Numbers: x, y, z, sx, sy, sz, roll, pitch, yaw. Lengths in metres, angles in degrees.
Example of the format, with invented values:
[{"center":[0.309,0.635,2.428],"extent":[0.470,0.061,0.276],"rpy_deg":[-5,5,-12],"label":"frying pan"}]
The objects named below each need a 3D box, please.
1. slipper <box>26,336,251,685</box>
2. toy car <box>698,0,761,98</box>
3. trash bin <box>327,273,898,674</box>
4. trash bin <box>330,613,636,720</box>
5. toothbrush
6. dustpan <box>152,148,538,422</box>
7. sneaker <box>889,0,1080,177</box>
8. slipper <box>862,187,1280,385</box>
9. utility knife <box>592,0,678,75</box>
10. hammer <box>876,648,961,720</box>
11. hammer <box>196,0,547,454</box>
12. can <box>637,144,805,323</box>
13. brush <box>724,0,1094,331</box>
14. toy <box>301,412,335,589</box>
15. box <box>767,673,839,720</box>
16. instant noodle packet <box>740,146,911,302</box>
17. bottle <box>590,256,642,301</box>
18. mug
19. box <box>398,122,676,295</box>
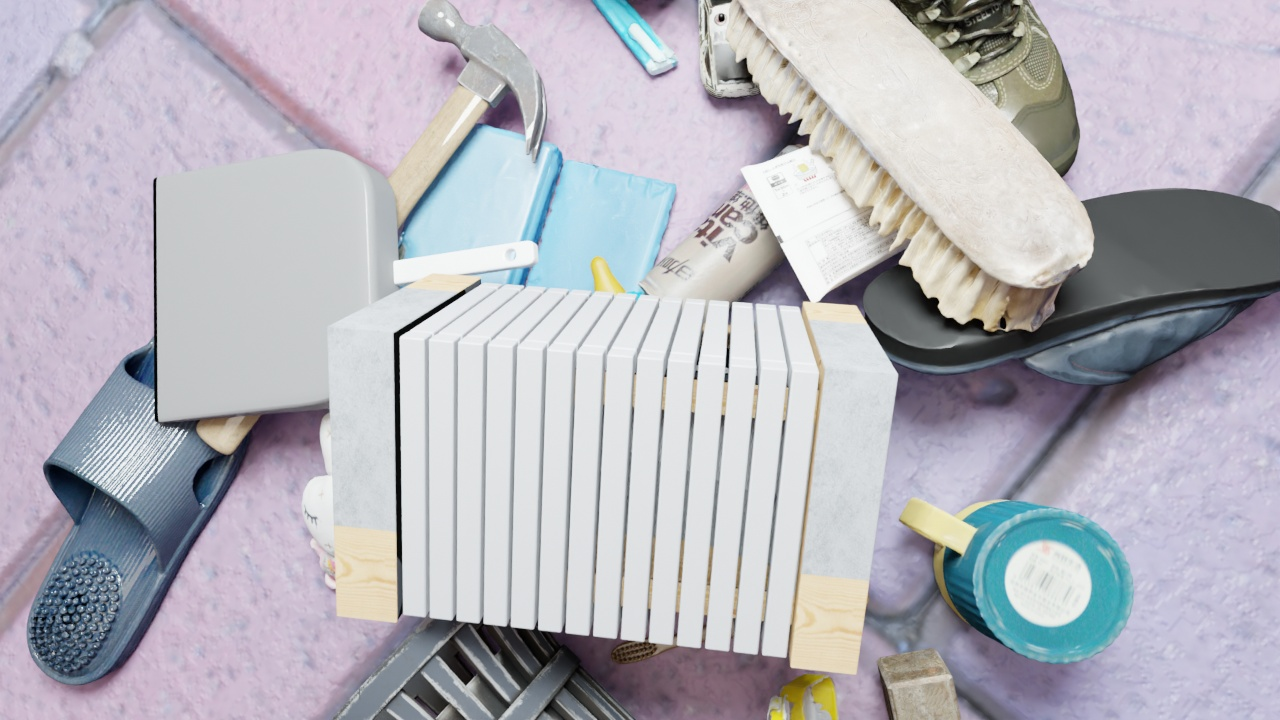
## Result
[{"center":[-0.347,0.095,0.612],"extent":[0.101,0.082,0.263],"rpy_deg":[22,87,8],"label":"slipper"},{"center":[0.062,-0.231,0.613],"extent":[0.048,0.040,0.112],"rpy_deg":[-3,82,7],"label":"toy car"},{"center":[-0.013,0.046,0.476],"extent":[0.247,0.142,0.142],"rpy_deg":[5,105,5],"label":"trash bin"},{"center":[-0.050,0.248,0.512],"extent":[0.227,0.164,0.164],"rpy_deg":[42,90,7],"label":"trash bin"},{"center":[0.061,0.167,0.576],"extent":[0.167,0.016,0.016],"rpy_deg":[-15,79,6],"label":"toothbrush"},{"center":[-0.190,-0.053,0.576],"extent":[0.258,0.033,0.163],"rpy_deg":[-6,83,16],"label":"dustpan"},{"center":[0.198,-0.219,0.539],"extent":[0.101,0.143,0.238],"rpy_deg":[-29,80,3],"label":"sneaker"},{"center":[0.260,-0.029,0.545],"extent":[0.265,0.084,0.108],"rpy_deg":[-16,40,-6],"label":"slipper"},{"center":[-0.015,-0.245,0.639],"extent":[0.022,0.015,0.116],"rpy_deg":[-35,77,-1],"label":"utility knife"},{"center":[0.162,0.261,0.405],"extent":[0.037,0.300,0.158],"rpy_deg":[-12,93,6],"label":"hammer"},{"center":[-0.183,-0.079,0.600],"extent":[0.119,0.031,0.331],"rpy_deg":[36,87,11],"label":"hammer"},{"center":[0.065,-0.075,0.586],"extent":[0.135,0.054,0.054],"rpy_deg":[-42,79,1],"label":"can"},{"center":[0.140,-0.134,0.509],"extent":[0.083,0.057,0.271],"rpy_deg":[-26,66,-16],"label":"brush"},{"center":[-0.189,0.099,0.598],"extent":[0.076,0.037,0.125],"rpy_deg":[23,105,15],"label":"toy"},{"center":[0.094,0.287,0.501],"extent":[0.034,0.129,0.209],"rpy_deg":[-5,82,20],"label":"box"},{"center":[0.133,-0.098,0.545],"extent":[0.134,0.026,0.087],"rpy_deg":[-26,87,-22],"label":"instant noodle packet"},{"center":[-0.003,0.004,0.577],"extent":[0.051,0.051,0.146],"rpy_deg":[-20,91,5],"label":"bottle"},{"center":[0.201,0.114,0.516],"extent":[0.113,0.107,0.083],"rpy_deg":[29,89,11],"label":"mug"},{"center":[-0.088,-0.036,0.617],"extent":[0.174,0.033,0.231],"rpy_deg":[15,85,7],"label":"box"}]
